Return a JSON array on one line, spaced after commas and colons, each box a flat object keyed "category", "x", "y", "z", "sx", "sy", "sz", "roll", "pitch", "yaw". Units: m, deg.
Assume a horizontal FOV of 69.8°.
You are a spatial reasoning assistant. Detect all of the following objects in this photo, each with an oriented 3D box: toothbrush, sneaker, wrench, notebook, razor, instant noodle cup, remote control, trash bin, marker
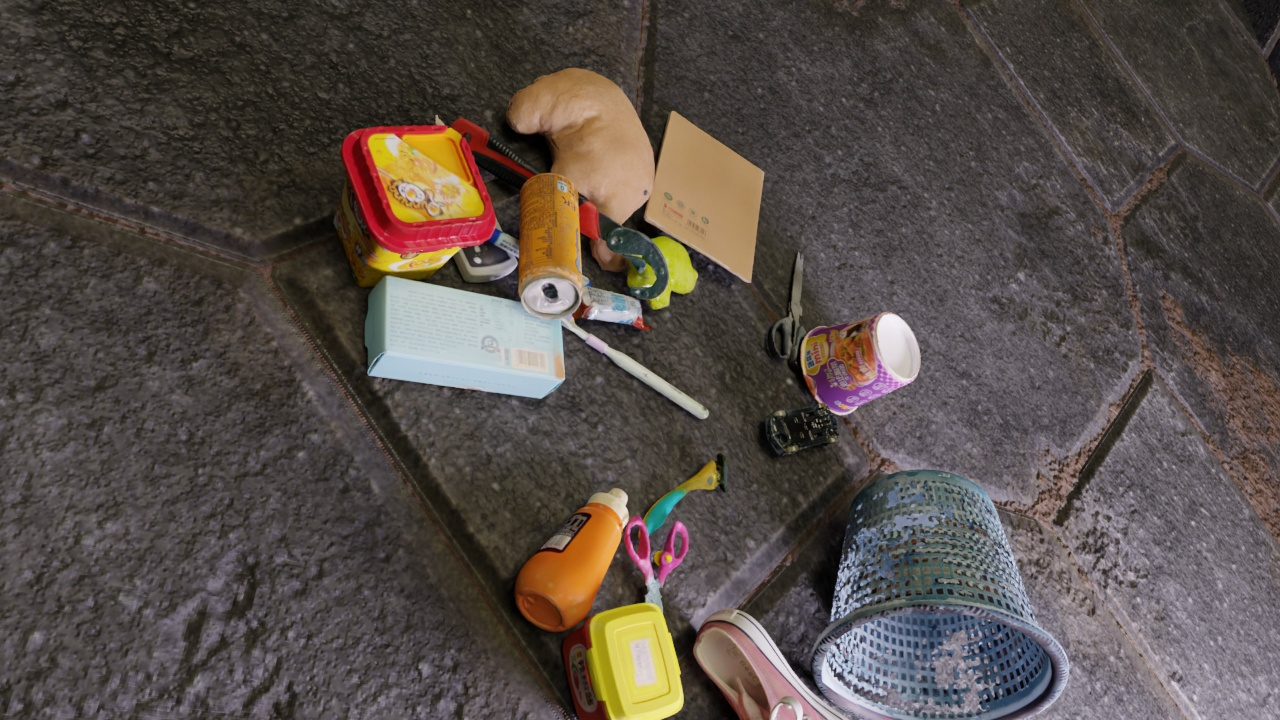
[{"category": "toothbrush", "x": -0.006, "y": 0.005, "z": 0.933, "sx": 0.189, "sy": 0.020, "sz": 0.029, "roll": 35, "pitch": 27, "yaw": -14}, {"category": "sneaker", "x": 0.127, "y": 0.331, "z": 0.801, "sx": 0.241, "sy": 0.119, "sz": 0.087, "roll": 50, "pitch": 32, "yaw": 5}, {"category": "wrench", "x": -0.081, "y": -0.158, "z": 0.935, "sx": 0.273, "sy": 0.056, "sz": 0.016, "roll": 37, "pitch": 14, "yaw": -3}, {"category": "notebook", "x": 0.081, "y": -0.198, "z": 1.088, "sx": 0.147, "sy": 0.008, "sz": 0.207, "roll": 29, "pitch": 46, "yaw": -19}, {"category": "razor", "x": 0.039, "y": 0.136, "z": 0.890, "sx": 0.028, "sy": 0.043, "sz": 0.132, "roll": 23, "pitch": 39, "yaw": 35}, {"category": "instant noodle cup", "x": -0.205, "y": -0.127, "z": 0.797, "sx": 0.115, "sy": 0.124, "sz": 0.116, "roll": -14, "pitch": 75, "yaw": -38}, {"category": "remote control", "x": -0.174, "y": -0.146, "z": 0.897, "sx": 0.058, "sy": 0.021, "sz": 0.150, "roll": -20, "pitch": 78, "yaw": -39}, {"category": "trash bin", "x": 0.284, "y": 0.226, "z": 0.909, "sx": 0.226, "sy": 0.227, "sz": 0.194, "roll": 32, "pitch": 40, "yaw": -17}, {"category": "instant noodle cup", "x": 0.258, "y": -0.001, "z": 1.055, "sx": 0.111, "sy": 0.099, "sz": 0.111, "roll": 16, "pitch": 64, "yaw": -37}, {"category": "marker", "x": -0.106, "y": -0.102, "z": 0.903, "sx": 0.145, "sy": 0.017, "sz": 0.016, "roll": 26, "pitch": 53, "yaw": -37}]

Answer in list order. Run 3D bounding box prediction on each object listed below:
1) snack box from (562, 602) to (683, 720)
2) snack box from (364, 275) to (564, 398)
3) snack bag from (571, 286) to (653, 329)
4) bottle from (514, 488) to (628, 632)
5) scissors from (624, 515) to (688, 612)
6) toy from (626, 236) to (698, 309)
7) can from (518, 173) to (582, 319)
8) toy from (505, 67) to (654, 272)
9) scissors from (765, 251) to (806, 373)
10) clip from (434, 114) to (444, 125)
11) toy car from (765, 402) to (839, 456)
[{"category": "snack box", "x": -0.017, "y": 0.254, "z": 0.758, "sx": 0.081, "sy": 0.080, "sz": 0.091, "roll": -2, "pitch": 68, "yaw": -34}, {"category": "snack box", "x": -0.155, "y": -0.018, "z": 0.823, "sx": 0.174, "sy": 0.052, "sz": 0.074, "roll": 10, "pitch": 60, "yaw": -31}, {"category": "snack bag", "x": -0.031, "y": -0.054, "z": 0.932, "sx": 0.105, "sy": 0.026, "sz": 0.045, "roll": 9, "pitch": 54, "yaw": -41}, {"category": "bottle", "x": -0.050, "y": 0.164, "z": 0.798, "sx": 0.067, "sy": 0.067, "sz": 0.149, "roll": 45, "pitch": 42, "yaw": -7}, {"category": "scissors", "x": 0.007, "y": 0.200, "z": 0.824, "sx": 0.108, "sy": 0.017, "sz": 0.135, "roll": 40, "pitch": 56, "yaw": -35}, {"category": "toy", "x": 0.023, "y": -0.099, "z": 0.995, "sx": 0.096, "sy": 0.031, "sz": 0.099, "roll": 41, "pitch": 49, "yaw": -28}, {"category": "can", "x": -0.085, "y": -0.110, "z": 0.864, "sx": 0.058, "sy": 0.058, "sz": 0.145, "roll": 18, "pitch": 45, "yaw": -26}, {"category": "toy", "x": -0.045, "y": -0.210, "z": 0.983, "sx": 0.143, "sy": 0.083, "sz": 0.226, "roll": -26, "pitch": 85, "yaw": -20}, {"category": "scissors", "x": 0.193, "y": -0.058, "z": 1.108, "sx": 0.133, "sy": 0.014, "sz": 0.174, "roll": 54, "pitch": 46, "yaw": -1}, {"category": "clip", "x": -0.188, "y": -0.188, "z": 0.870, "sx": 0.102, "sy": 0.035, "sz": 0.094, "roll": 37, "pitch": 68, "yaw": -6}, {"category": "toy car", "x": 0.176, "y": 0.077, "z": 1.012, "sx": 0.105, "sy": 0.031, "sz": 0.049, "roll": -7, "pitch": 70, "yaw": -38}]
